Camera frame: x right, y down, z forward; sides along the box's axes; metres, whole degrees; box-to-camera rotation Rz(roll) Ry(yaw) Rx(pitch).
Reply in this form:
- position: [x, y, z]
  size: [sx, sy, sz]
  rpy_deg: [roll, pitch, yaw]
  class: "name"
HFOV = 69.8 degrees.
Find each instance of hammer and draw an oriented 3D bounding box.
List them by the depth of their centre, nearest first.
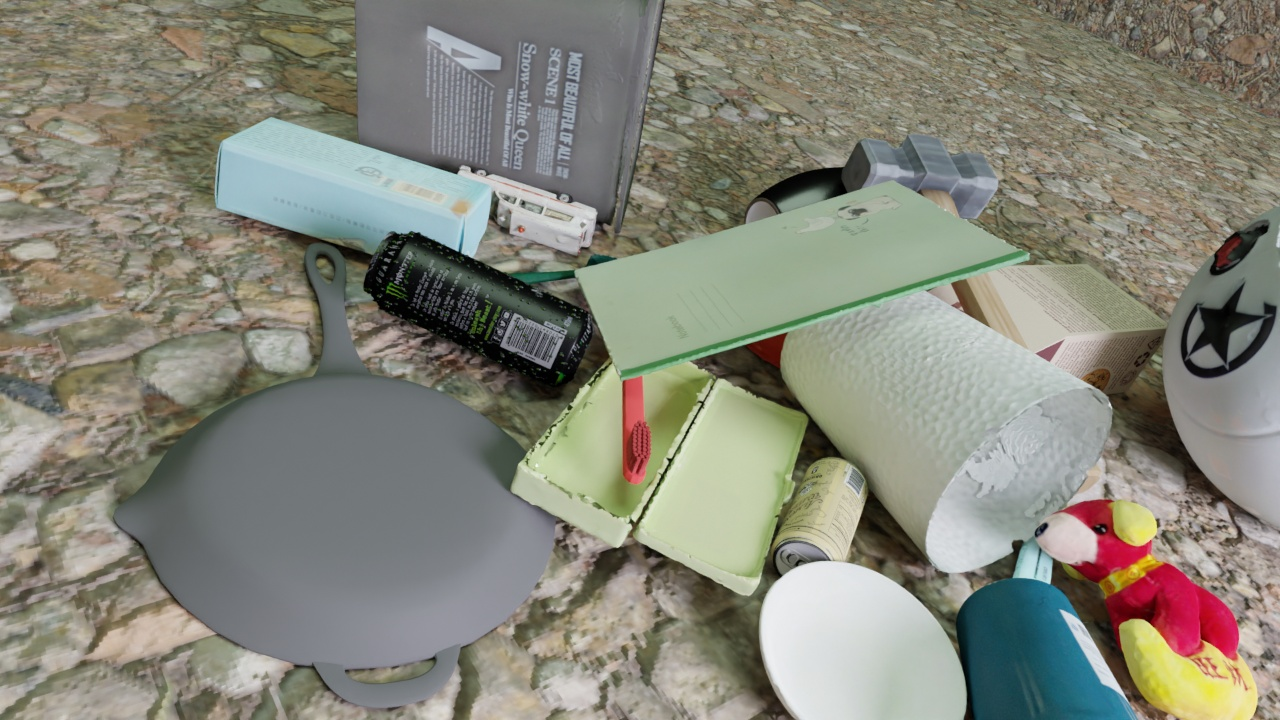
- position: [0.248, -0.047, 0.672]
  size: [0.117, 0.051, 0.322]
  rpy_deg: [3, 50, -17]
  class: "hammer"

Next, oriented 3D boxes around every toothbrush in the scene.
- position: [-0.003, 0.003, 0.552]
  size: [0.012, 0.018, 0.212]
  rpy_deg: [16, 28, -10]
  class: "toothbrush"
- position: [-0.092, -0.060, 0.646]
  size: [0.189, 0.017, 0.016]
  rpy_deg: [-10, 41, -40]
  class: "toothbrush"

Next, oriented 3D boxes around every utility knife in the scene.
- position: [0.262, 0.103, 0.598]
  size: [0.022, 0.016, 0.176]
  rpy_deg: [33, 33, 12]
  class: "utility knife"

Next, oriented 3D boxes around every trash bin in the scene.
- position: [0.175, 0.026, 0.567]
  size: [0.133, 0.133, 0.161]
  rpy_deg: [-5, 36, -31]
  class: "trash bin"
- position: [-0.102, -0.241, 0.760]
  size: [0.220, 0.198, 0.197]
  rpy_deg: [11, 36, -1]
  class: "trash bin"

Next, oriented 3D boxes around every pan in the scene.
- position: [-0.157, 0.024, 0.499]
  size: [0.216, 0.024, 0.354]
  rpy_deg: [0, 38, -25]
  class: "pan"

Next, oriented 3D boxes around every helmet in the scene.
- position: [0.485, 0.022, 0.674]
  size: [0.236, 0.164, 0.263]
  rpy_deg: [35, 35, -13]
  class: "helmet"

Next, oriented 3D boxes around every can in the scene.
- position: [0.101, 0.091, 0.514]
  size: [0.038, 0.038, 0.079]
  rpy_deg: [26, 35, 11]
  class: "can"
- position: [-0.097, -0.032, 0.565]
  size: [0.137, 0.054, 0.053]
  rpy_deg: [25, 34, -5]
  class: "can"

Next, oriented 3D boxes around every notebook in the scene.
- position: [0.090, -0.061, 0.604]
  size: [0.252, 0.010, 0.181]
  rpy_deg: [-16, 27, -5]
  class: "notebook"

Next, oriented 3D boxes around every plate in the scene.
- position: [0.102, 0.147, 0.441]
  size: [0.104, 0.026, 0.104]
  rpy_deg: [11, 42, -11]
  class: "plate"

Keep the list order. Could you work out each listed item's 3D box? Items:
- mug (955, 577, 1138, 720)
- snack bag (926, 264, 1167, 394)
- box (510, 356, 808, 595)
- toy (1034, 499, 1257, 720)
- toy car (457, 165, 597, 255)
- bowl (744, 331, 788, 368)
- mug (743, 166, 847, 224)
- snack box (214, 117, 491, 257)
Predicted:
- position: [0.189, 0.163, 0.426]
  size: [0.078, 0.078, 0.121]
  rpy_deg: [16, 30, -3]
  class: "mug"
- position: [0.315, -0.022, 0.744]
  size: [0.206, 0.070, 0.094]
  rpy_deg: [-4, 40, -30]
  class: "snack bag"
- position: [0.022, 0.051, 0.528]
  size: [0.137, 0.024, 0.186]
  rpy_deg: [22, 28, 7]
  class: "box"
- position: [0.292, 0.139, 0.518]
  size: [0.105, 0.067, 0.137]
  rpy_deg: [3, 47, -36]
  class: "toy"
- position: [-0.092, -0.115, 0.717]
  size: [0.113, 0.039, 0.039]
  rpy_deg: [17, 55, 0]
  class: "toy car"
- position: [0.133, -0.039, 0.705]
  size: [0.130, 0.045, 0.130]
  rpy_deg: [12, 34, -9]
  class: "bowl"
- position: [0.150, -0.105, 0.787]
  size: [0.100, 0.085, 0.118]
  rpy_deg: [-14, 74, -30]
  class: "mug"
- position: [-0.198, -0.116, 0.646]
  size: [0.174, 0.053, 0.074]
  rpy_deg: [17, 28, -3]
  class: "snack box"
